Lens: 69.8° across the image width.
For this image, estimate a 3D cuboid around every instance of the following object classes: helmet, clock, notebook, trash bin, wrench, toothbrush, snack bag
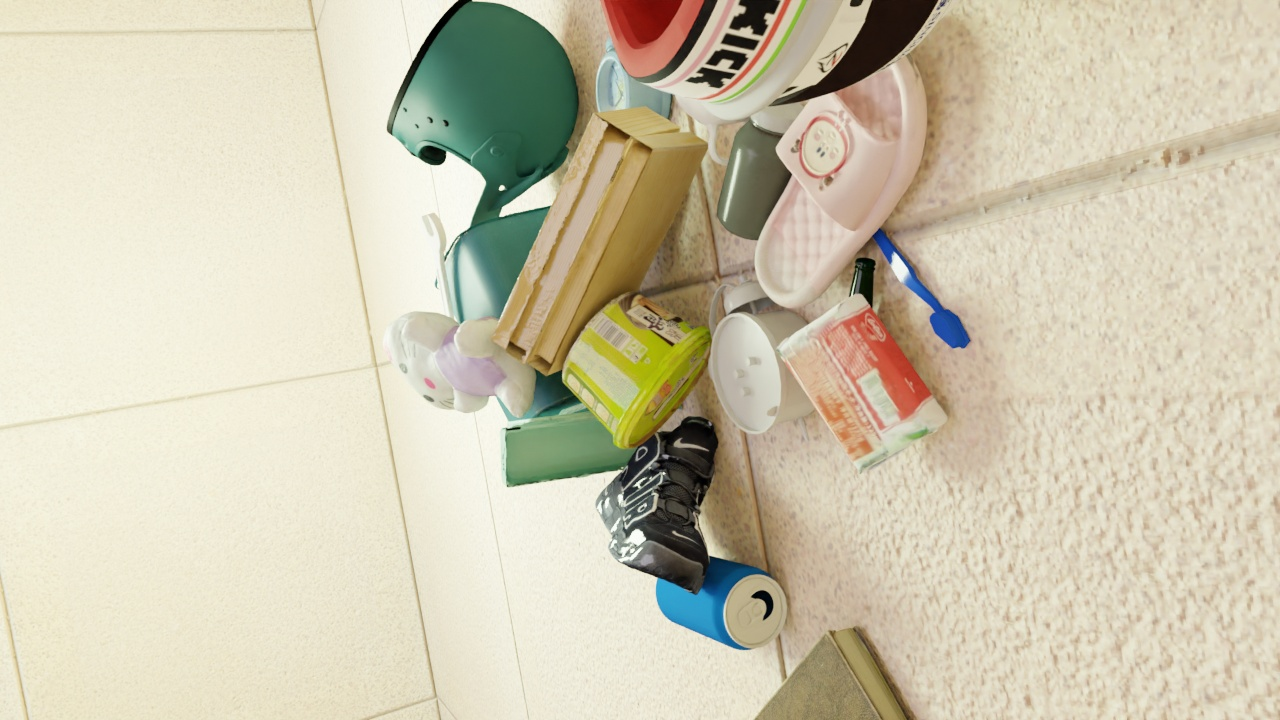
[{"bbox_3d":[0.094,-0.276,0.509,0.232,0.235,0.314,131,132,-54],"label":"helmet"},{"bbox_3d":[0.099,-0.005,0.810,0.159,0.061,0.120,54,144,41],"label":"clock"},{"bbox_3d":[0.184,0.363,0.808,0.190,0.034,0.216,61,149,31],"label":"notebook"},{"bbox_3d":[-0.008,-0.287,0.934,0.089,0.051,0.125,-135,41,-53],"label":"clock"},{"bbox_3d":[-0.108,-0.044,1.093,0.218,0.198,0.197,67,153,10],"label":"trash bin"},{"bbox_3d":[-0.228,-0.055,1.093,0.047,0.009,0.274,40,144,39],"label":"wrench"},{"bbox_3d":[0.181,-0.080,0.669,0.186,0.011,0.017,62,150,32],"label":"toothbrush"},{"bbox_3d":[0.161,0.017,0.671,0.077,0.036,0.116,-41,79,43],"label":"snack bag"},{"bbox_3d":[-0.184,-0.294,1.130,0.276,0.200,0.176,-44,15,45],"label":"helmet"}]

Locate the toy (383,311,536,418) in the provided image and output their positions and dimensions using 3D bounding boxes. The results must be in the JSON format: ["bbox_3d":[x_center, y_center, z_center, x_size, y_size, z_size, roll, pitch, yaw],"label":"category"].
[{"bbox_3d":[-0.197,-0.005,0.994,0.210,0.085,0.137,1,136,51],"label":"toy"}]

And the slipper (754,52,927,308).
[{"bbox_3d":[0.139,-0.130,0.675,0.106,0.055,0.222,60,143,36],"label":"slipper"}]

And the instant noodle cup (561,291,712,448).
[{"bbox_3d":[-0.005,0.005,0.908,0.098,0.145,0.147,38,140,14],"label":"instant noodle cup"}]

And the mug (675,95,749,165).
[{"bbox_3d":[0.070,-0.224,0.767,0.090,0.076,0.124,14,112,63],"label":"mug"}]

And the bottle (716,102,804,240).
[{"bbox_3d":[0.101,-0.156,0.749,0.060,0.060,0.109,56,146,40],"label":"bottle"}]

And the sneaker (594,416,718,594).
[{"bbox_3d":[0.037,0.130,0.918,0.151,0.097,0.252,-63,12,2],"label":"sneaker"}]

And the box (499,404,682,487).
[{"bbox_3d":[-0.053,0.089,1.005,0.113,0.187,0.078,-25,73,56],"label":"box"}]

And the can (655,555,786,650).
[{"bbox_3d":[0.078,0.240,0.928,0.146,0.078,0.079,-8,92,65],"label":"can"}]

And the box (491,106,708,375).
[{"bbox_3d":[-0.038,-0.112,0.885,0.092,0.127,0.250,31,116,8],"label":"box"}]

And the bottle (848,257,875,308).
[{"bbox_3d":[0.164,-0.018,0.703,0.033,0.033,0.123,39,133,54],"label":"bottle"}]
